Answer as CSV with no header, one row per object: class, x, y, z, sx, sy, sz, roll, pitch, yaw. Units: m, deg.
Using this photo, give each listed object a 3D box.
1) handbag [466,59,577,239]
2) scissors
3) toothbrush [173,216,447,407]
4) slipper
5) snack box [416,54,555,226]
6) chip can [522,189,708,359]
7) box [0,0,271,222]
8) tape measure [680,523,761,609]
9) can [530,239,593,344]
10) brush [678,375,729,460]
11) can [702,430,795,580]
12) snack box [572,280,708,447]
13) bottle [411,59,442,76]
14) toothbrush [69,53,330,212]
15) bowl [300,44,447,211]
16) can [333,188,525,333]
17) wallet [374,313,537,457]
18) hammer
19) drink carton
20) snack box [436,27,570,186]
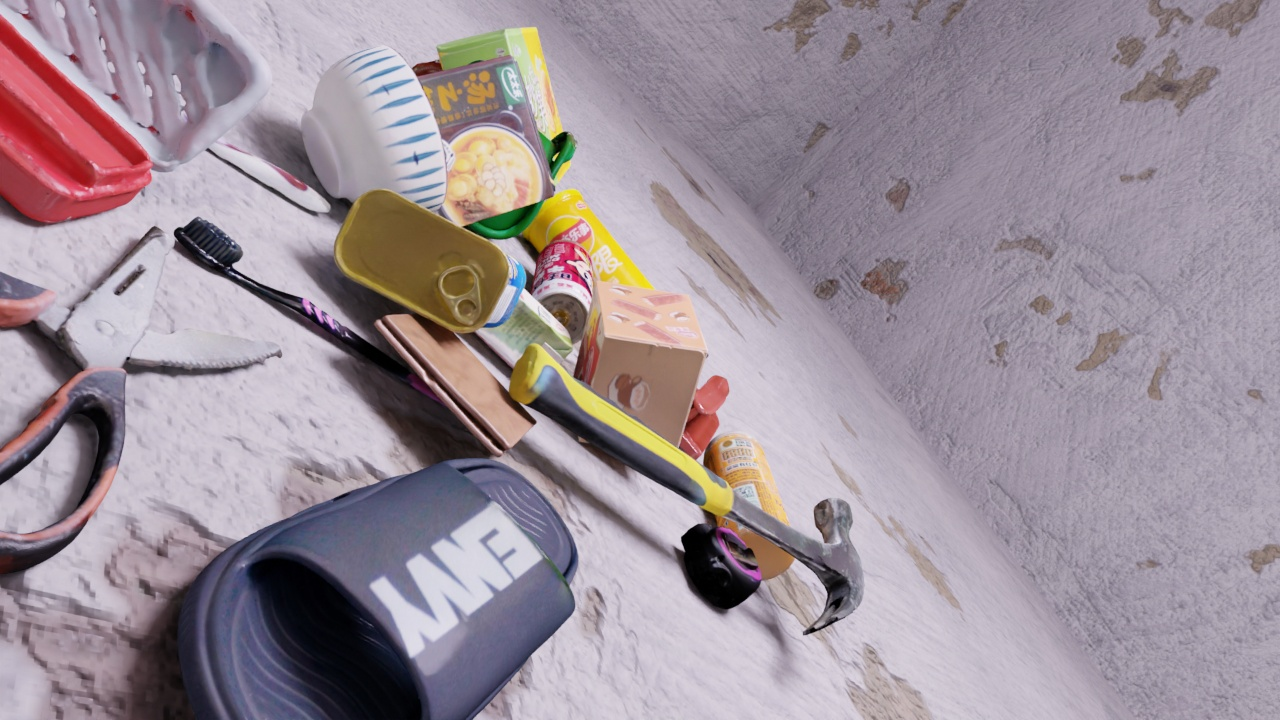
handbag,-0.131,-0.178,0.791,0.131,0.120,0.068,34,16,-37
scissors,-0.214,-0.004,0.340,0.189,0.015,0.225,56,18,26
toothbrush,-0.166,-0.019,0.505,0.189,0.018,0.014,39,16,-36
slipper,-0.077,0.082,0.386,0.110,0.083,0.267,48,14,5
snack box,-0.126,-0.169,0.711,0.053,0.125,0.113,13,-57,62
chip can,-0.026,-0.066,0.896,0.213,0.072,0.072,52,16,10
box,-0.290,-0.162,0.416,0.201,0.074,0.154,45,45,-10
tape measure,0.061,0.150,0.671,0.058,0.039,0.057,38,19,-34
can,-0.068,-0.060,0.799,0.053,0.053,0.132,43,16,-19
brush,0.047,0.046,0.826,0.063,0.069,0.145,50,16,3
can,0.090,0.121,0.786,0.058,0.058,0.145,42,17,-22
snack box,-0.004,0.004,0.698,0.077,0.093,0.094,9,29,-12
bottle,-0.202,-0.294,0.983,0.060,0.060,0.205,45,16,-13
toothbrush,-0.260,-0.139,0.536,0.187,0.017,0.016,33,22,-42
bowl,-0.188,-0.149,0.626,0.066,0.117,0.116,-25,68,-28
can,-0.126,-0.059,0.572,0.102,0.057,0.083,27,3,0
wallet,-0.106,0.012,0.544,0.101,0.020,0.115,47,1,-3
hammer,0.045,0.090,0.640,0.323,0.032,0.126,34,35,-26
drink carton,-0.106,-0.039,0.660,0.122,0.045,0.053,44,6,-19
snack box,-0.131,-0.252,0.936,0.209,0.070,0.158,-86,163,-70
